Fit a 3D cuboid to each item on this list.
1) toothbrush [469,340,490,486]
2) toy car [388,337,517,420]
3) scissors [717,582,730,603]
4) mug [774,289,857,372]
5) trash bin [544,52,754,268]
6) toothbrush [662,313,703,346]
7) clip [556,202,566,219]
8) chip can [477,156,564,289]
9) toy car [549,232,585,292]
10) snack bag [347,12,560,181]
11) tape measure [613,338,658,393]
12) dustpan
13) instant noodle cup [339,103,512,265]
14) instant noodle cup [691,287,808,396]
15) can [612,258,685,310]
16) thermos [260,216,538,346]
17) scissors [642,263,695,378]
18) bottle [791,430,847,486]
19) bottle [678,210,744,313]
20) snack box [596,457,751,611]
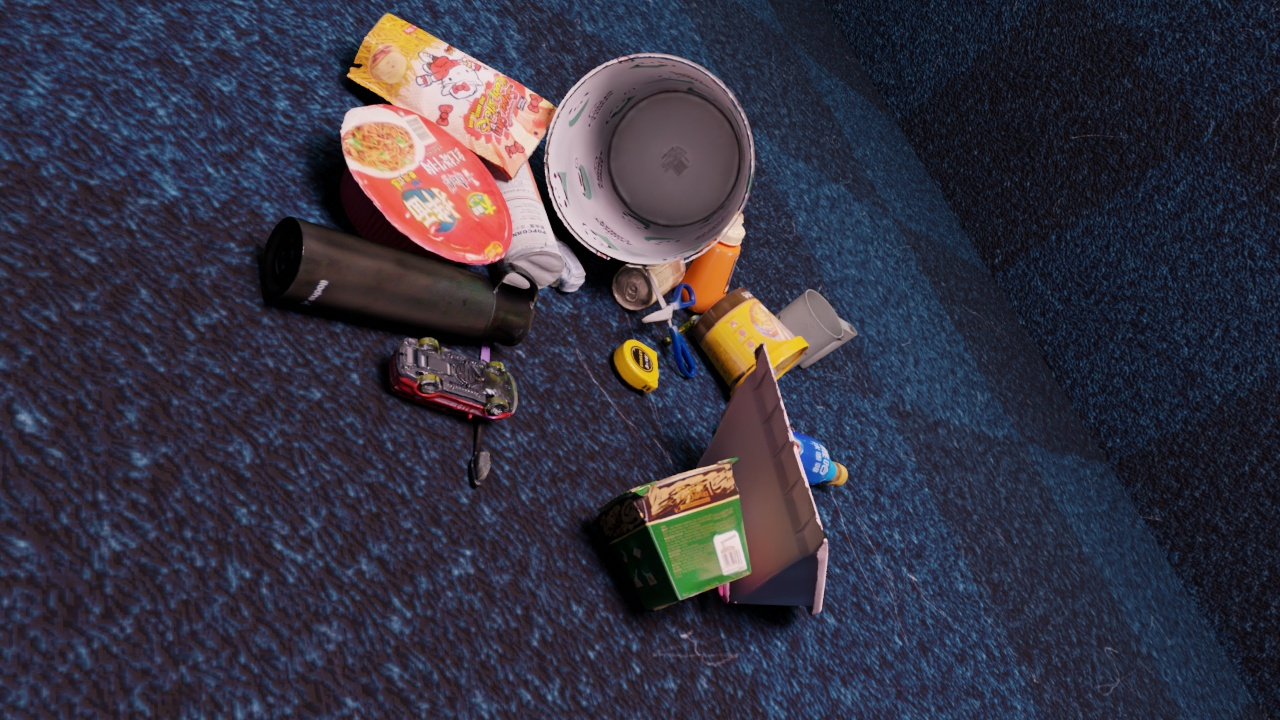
[{"bbox_3d":[-0.143,0.038,0.841,0.014,0.017,0.188,29,35,-31],"label":"toothbrush"},{"bbox_3d":[-0.163,0.019,0.802,0.120,0.045,0.052,21,43,-33],"label":"toy car"},{"bbox_3d":[0.078,0.174,0.913,0.017,0.134,0.133,-2,74,-4],"label":"scissors"},{"bbox_3d":[0.244,-0.035,1.354,0.124,0.104,0.083,25,39,-39],"label":"mug"},{"bbox_3d":[0.025,-0.242,1.110,0.229,0.230,0.251,49,15,-5],"label":"trash bin"},{"bbox_3d":[0.071,-0.050,1.223,0.017,0.012,0.185,14,23,20],"label":"toothbrush"},{"bbox_3d":[-0.062,-0.181,1.171,0.100,0.035,0.070,29,36,-47],"label":"clip"},{"bbox_3d":[-0.146,-0.181,1.014,0.071,0.071,0.214,14,47,-47],"label":"chip can"},{"bbox_3d":[-0.098,-0.119,1.052,0.090,0.034,0.042,56,34,10],"label":"toy car"},{"bbox_3d":[-0.200,-0.288,0.996,0.208,0.073,0.128,29,53,-5],"label":"snack bag"},{"bbox_3d":[-0.006,0.006,1.046,0.057,0.029,0.059,32,36,-32],"label":"tape measure"},{"bbox_3d":[0.159,0.141,0.955,0.138,0.274,0.222,4,55,-21],"label":"dustpan"},{"bbox_3d":[-0.219,-0.157,0.895,0.193,0.066,0.193,34,36,-29],"label":"instant noodle cup"},{"bbox_3d":[0.137,-0.023,1.193,0.114,0.119,0.118,50,29,14],"label":"instant noodle cup"},{"bbox_3d":[0.012,-0.106,1.159,0.058,0.059,0.116,51,30,-1],"label":"can"},{"bbox_3d":[-0.197,-0.071,0.806,0.242,0.090,0.068,12,36,-46],"label":"thermos"},{"bbox_3d":[0.039,-0.054,1.118,0.176,0.012,0.162,69,28,-25],"label":"scissors"},{"bbox_3d":[0.186,0.120,1.151,0.218,0.065,0.065,25,40,-39],"label":"bottle"},{"bbox_3d":[0.099,-0.134,1.211,0.066,0.150,0.066,15,38,-12],"label":"bottle"},{"bbox_3d":[0.038,0.163,0.837,0.118,0.118,0.105,-14,76,-27],"label":"snack box"}]
